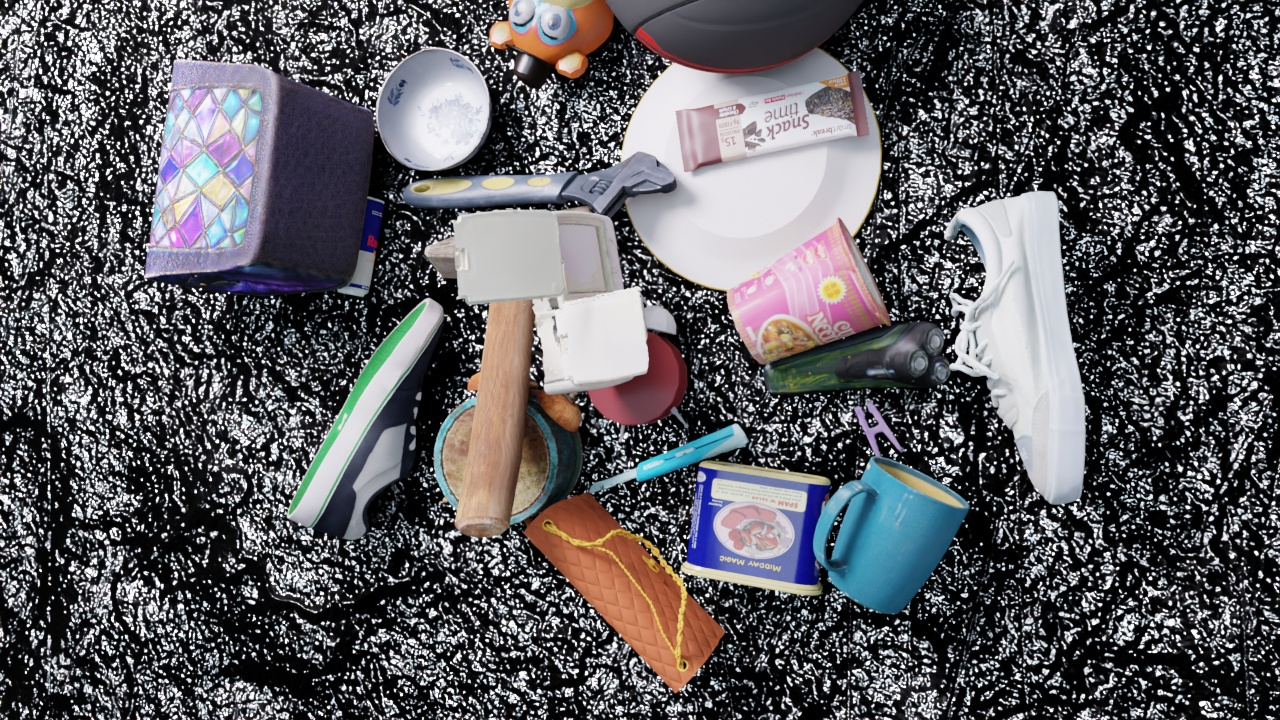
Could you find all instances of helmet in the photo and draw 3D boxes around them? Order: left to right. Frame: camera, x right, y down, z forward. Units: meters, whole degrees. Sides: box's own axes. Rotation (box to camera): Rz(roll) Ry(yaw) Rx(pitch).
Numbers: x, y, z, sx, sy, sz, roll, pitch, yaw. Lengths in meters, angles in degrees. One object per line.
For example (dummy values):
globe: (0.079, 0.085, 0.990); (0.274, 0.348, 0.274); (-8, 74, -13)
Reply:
helmet: (0.073, -0.316, 0.727); (0.264, 0.164, 0.170); (-5, 99, -6)

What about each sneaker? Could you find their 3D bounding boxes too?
sneaker: (-0.233, 0.056, 0.853); (0.079, 0.084, 0.235); (30, 86, -22)
sneaker: (0.287, -0.009, 0.714); (0.091, 0.089, 0.242); (-7, 80, 18)

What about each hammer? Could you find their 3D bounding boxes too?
hammer: (-0.120, 0.005, 0.765); (0.158, 0.037, 0.300); (-8, 56, 14)

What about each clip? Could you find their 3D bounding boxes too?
clip: (0.199, 0.058, 0.767); (0.035, 0.013, 0.052); (-25, 79, 10)

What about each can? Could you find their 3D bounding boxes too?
can: (-0.271, -0.110, 0.883); (0.032, 0.032, 0.095); (10, 90, 14)
can: (0.098, 0.137, 0.766); (0.116, 0.056, 0.092); (7, 88, 15)

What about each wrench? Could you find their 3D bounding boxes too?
wrench: (-0.098, -0.155, 0.828); (0.274, 0.022, 0.073); (3, 57, 23)

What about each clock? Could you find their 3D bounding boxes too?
clock: (-0.110, 0.067, 0.813); (0.121, 0.073, 0.158); (20, 96, 13)
clock: (-0.005, 0.004, 0.804); (0.087, 0.044, 0.124); (-14, 84, 13)

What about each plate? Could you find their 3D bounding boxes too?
plate: (0.091, -0.174, 0.799); (0.230, 0.021, 0.229); (-1, 87, 14)

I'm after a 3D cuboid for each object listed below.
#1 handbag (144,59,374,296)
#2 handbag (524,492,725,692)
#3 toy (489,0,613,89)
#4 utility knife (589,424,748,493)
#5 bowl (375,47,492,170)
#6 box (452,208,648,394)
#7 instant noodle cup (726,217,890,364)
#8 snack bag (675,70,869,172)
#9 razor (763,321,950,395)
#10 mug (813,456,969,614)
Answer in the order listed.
handbag: (-0.371, -0.166, 0.859); (0.222, 0.125, 0.205); (7, 89, 32)
handbag: (-0.010, 0.185, 0.764); (0.172, 0.108, 0.060); (44, 98, 12)
toy: (-0.066, -0.328, 0.817); (0.112, 0.096, 0.176); (24, 105, 13)
utility knife: (0.023, 0.092, 0.807); (0.152, 0.015, 0.022); (-23, 53, 12)
bowl: (-0.185, -0.229, 0.860); (0.114, 0.045, 0.114); (-1, 88, 14)
box: (-0.041, -0.047, 0.679); (0.107, 0.192, 0.143); (-9, 92, 31)
instant noodle cup: (0.134, -0.049, 0.751); (0.109, 0.097, 0.097); (-26, 81, 19)
snack bag: (0.109, -0.201, 0.776); (0.158, 0.013, 0.057); (-8, 87, 14)
razor: (0.172, 0.005, 0.750); (0.152, 0.067, 0.054); (-10, 96, 22)
mug: (0.186, 0.137, 0.721); (0.112, 0.084, 0.104); (17, 102, -28)
